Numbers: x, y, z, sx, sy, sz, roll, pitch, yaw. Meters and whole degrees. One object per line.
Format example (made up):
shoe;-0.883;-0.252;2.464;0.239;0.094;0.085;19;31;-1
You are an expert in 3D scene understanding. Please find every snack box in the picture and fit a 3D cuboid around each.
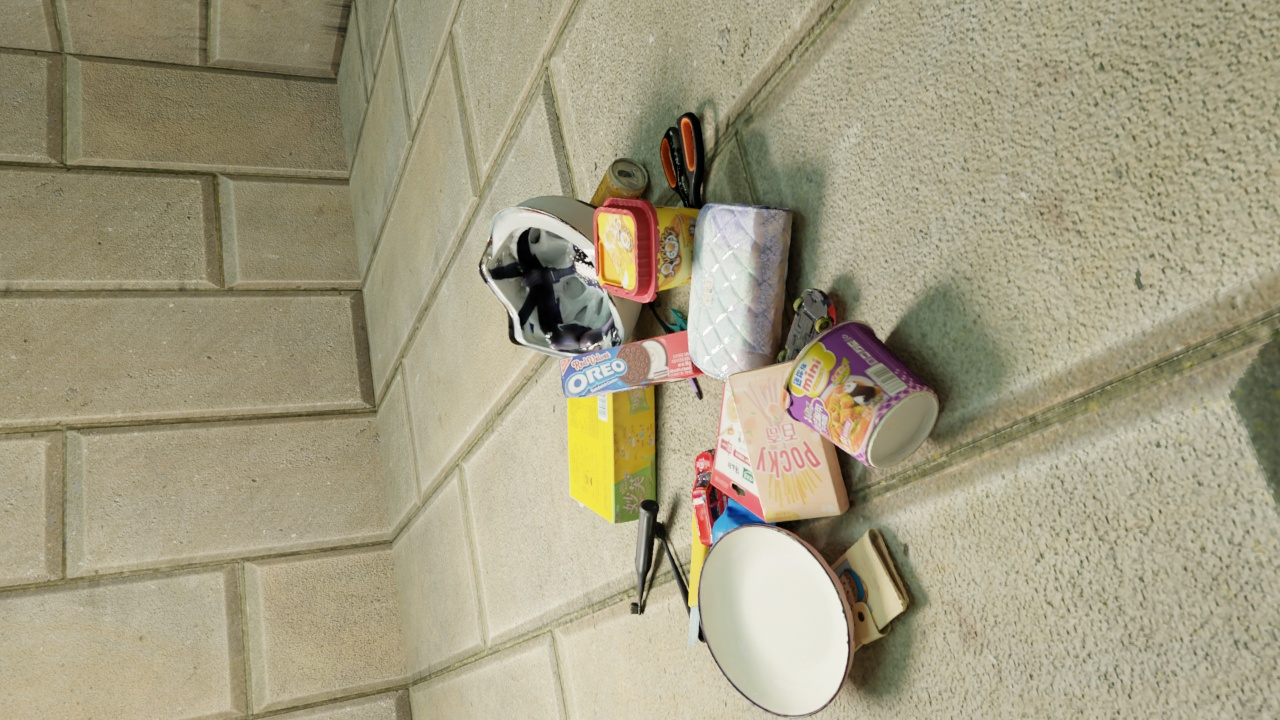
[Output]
snack box;-0.007;0.007;1.156;0.208;0.058;0.057;-11;84;35
snack box;0.131;0.094;1.001;0.113;0.044;0.127;30;118;58
snack box;-0.044;0.111;1.313;0.158;0.070;0.210;15;108;62
snack box;0.147;0.081;0.916;0.085;0.026;0.157;-14;91;34

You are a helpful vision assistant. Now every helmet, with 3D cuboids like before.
helmet;-0.090;-0.125;1.267;0.229;0.145;0.259;8;128;33

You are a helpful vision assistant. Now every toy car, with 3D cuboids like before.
toy car;0.088;0.166;1.094;0.053;0.045;0.120;-27;67;60
toy car;0.171;-0.022;0.923;0.049;0.031;0.106;51;140;48

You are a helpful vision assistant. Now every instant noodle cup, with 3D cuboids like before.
instant noodle cup;0.198;0.036;0.806;0.099;0.111;0.112;46;132;41
instant noodle cup;0.023;-0.134;1.075;0.116;0.123;0.116;21;116;56

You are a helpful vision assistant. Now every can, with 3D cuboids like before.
can;-0.042;-0.219;1.299;0.146;0.058;0.058;-52;47;52

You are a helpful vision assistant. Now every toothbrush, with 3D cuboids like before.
toothbrush;0.003;0.279;1.271;0.026;0.027;0.213;-101;14;-55
toothbrush;0.051;0.291;1.209;0.018;0.015;0.181;110;146;-42
toothbrush;0.044;-0.024;1.201;0.014;0.016;0.189;103;148;-52

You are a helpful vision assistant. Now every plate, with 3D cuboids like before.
plate;0.139;0.257;0.923;0.193;0.039;0.192;6;99;47

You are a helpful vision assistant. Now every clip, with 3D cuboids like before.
clip;0.052;-0.047;1.178;0.056;0.014;0.040;42;129;54

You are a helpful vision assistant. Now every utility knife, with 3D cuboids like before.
utility knife;0.073;0.262;1.151;0.033;0.015;0.207;11;98;59

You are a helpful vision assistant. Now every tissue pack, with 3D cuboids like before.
tissue pack;0.124;0.237;1.018;0.095;0.052;0.157;8;100;61

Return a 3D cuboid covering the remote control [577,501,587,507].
remote control;-0.082;0.172;1.455;0.056;0.020;0.136;59;142;42

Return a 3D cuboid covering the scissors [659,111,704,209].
scissors;0.063;-0.189;1.145;0.162;0.021;0.234;-150;55;-62

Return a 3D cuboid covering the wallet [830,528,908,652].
wallet;0.211;0.226;0.880;0.115;0.024;0.087;119;144;-46

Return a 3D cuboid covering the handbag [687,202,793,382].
handbag;0.105;-0.073;1.002;0.134;0.075;0.194;22;113;61
